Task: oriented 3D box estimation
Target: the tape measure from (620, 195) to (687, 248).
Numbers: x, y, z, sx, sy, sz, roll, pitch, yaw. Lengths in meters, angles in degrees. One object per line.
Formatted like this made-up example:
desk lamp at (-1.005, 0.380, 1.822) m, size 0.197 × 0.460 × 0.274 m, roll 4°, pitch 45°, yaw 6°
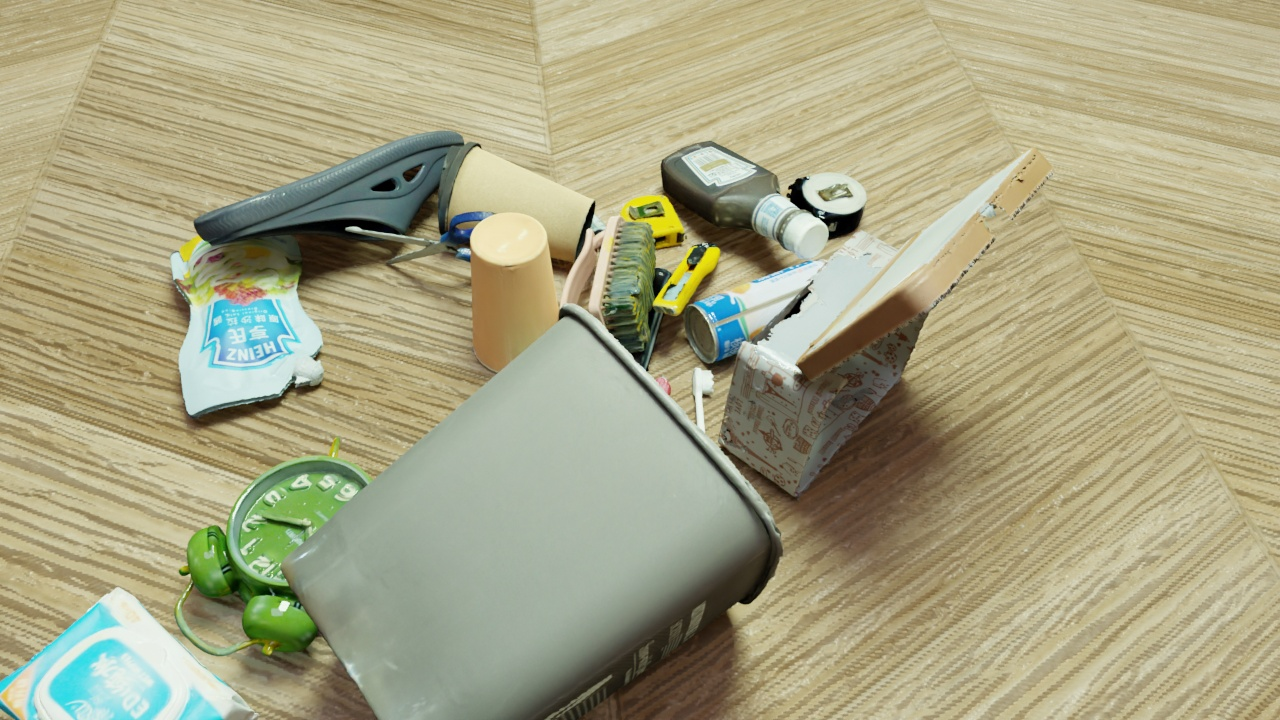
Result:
tape measure at (0.009, -0.134, 0.877) m, size 0.057 × 0.029 × 0.060 m, roll -12°, pitch 52°, yaw -12°

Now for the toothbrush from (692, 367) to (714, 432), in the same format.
toothbrush at (0.052, 0.077, 0.712) m, size 0.016 × 0.016 × 0.179 m, roll 5°, pitch 49°, yaw -6°

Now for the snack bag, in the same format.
snack bag at (-0.333, -0.039, 0.775) m, size 0.110 × 0.039 × 0.191 m, roll -8°, pitch 51°, yaw -24°

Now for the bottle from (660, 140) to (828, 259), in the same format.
bottle at (0.098, -0.150, 0.856) m, size 0.079 × 0.044 × 0.195 m, roll -26°, pitch 42°, yaw -21°

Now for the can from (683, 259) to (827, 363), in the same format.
can at (0.107, -0.044, 0.791) m, size 0.134 × 0.053 × 0.053 m, roll -21°, pitch 54°, yaw -19°

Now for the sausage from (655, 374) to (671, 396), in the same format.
sausage at (-0.002, 0.070, 0.712) m, size 0.020 × 0.020 × 0.155 m, roll 14°, pitch 51°, yaw 8°

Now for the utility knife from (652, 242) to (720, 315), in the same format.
utility knife at (0.043, -0.075, 0.807) m, size 0.033 × 0.015 × 0.154 m, roll 2°, pitch 28°, yaw 18°

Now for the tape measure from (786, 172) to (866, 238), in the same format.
tape measure at (0.187, -0.154, 0.900) m, size 0.066 × 0.034 × 0.065 m, roll -16°, pitch 54°, yaw -15°

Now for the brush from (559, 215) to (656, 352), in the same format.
brush at (-0.026, -0.070, 0.780) m, size 0.073 × 0.063 × 0.145 m, roll -6°, pitch 45°, yaw 13°

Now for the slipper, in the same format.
slipper at (-0.266, -0.139, 0.834) m, size 0.111 × 0.083 × 0.267 m, roll -4°, pitch 22°, yaw 42°

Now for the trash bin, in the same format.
trash bin at (-0.064, 0.123, 0.548) m, size 0.219 × 0.199 × 0.198 m, roll -37°, pitch 69°, yaw -18°

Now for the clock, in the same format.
clock at (-0.236, 0.132, 0.624) m, size 0.116 × 0.056 × 0.160 m, roll 31°, pitch 56°, yaw 22°

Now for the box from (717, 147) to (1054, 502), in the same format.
box at (0.162, -0.031, 0.653) m, size 0.106 × 0.273 × 0.177 m, roll 41°, pitch 58°, yaw 11°

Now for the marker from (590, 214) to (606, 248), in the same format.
marker at (-0.035, -0.116, 0.871) m, size 0.018 × 0.015 × 0.124 m, roll -26°, pitch 53°, yaw -17°

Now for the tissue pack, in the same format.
tissue pack at (-0.309, 0.208, 0.552) m, size 0.140 × 0.063 × 0.089 m, roll 30°, pitch 55°, yaw 20°

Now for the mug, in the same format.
mug at (-0.103, -0.056, 0.744) m, size 0.078 × 0.123 × 0.078 m, roll 1°, pitch 49°, yaw -2°

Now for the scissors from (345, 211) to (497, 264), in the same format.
scissors at (-0.162, -0.098, 0.791) m, size 0.175 × 0.163 × 0.012 m, roll 13°, pitch 73°, yaw -26°

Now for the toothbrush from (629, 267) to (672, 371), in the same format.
toothbrush at (-0.005, 0.004, 0.764) m, size 0.027 × 0.026 × 0.212 m, roll 40°, pitch 46°, yaw -27°

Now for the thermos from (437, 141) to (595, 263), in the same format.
thermos at (-0.118, -0.141, 0.841) m, size 0.143 × 0.093 × 0.092 m, roll 17°, pitch 51°, yaw 2°
